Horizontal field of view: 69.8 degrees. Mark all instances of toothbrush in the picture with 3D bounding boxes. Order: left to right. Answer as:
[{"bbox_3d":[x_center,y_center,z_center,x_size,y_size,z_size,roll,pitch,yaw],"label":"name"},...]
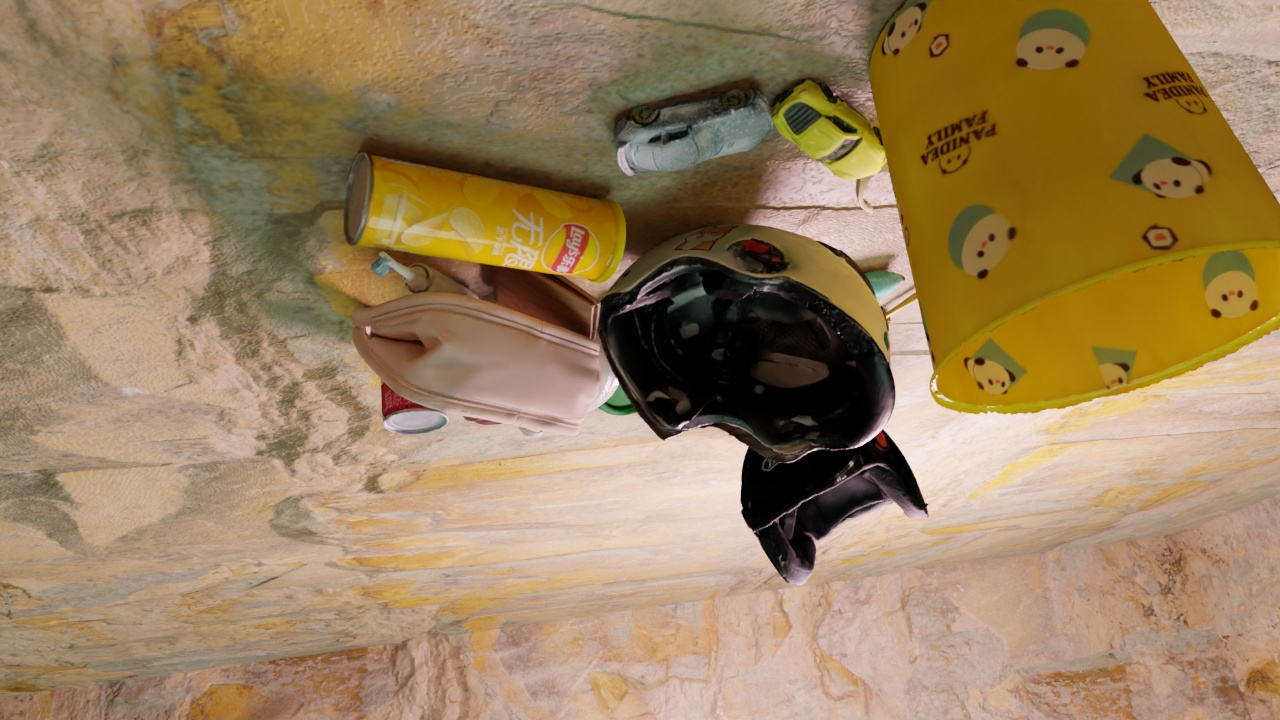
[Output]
[{"bbox_3d":[-0.179,-0.064,0.777,0.026,0.027,0.221,-51,172,0],"label":"toothbrush"},{"bbox_3d":[0.327,-0.081,1.026,0.016,0.015,0.191,2,154,-35],"label":"toothbrush"}]

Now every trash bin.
[{"bbox_3d":[0.275,-0.122,0.618,0.229,0.255,0.230,-8,156,-4],"label":"trash bin"}]

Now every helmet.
[{"bbox_3d":[0.104,-0.034,0.839,0.274,0.156,0.230,2,135,26],"label":"helmet"},{"bbox_3d":[0.251,0.168,1.291,0.234,0.230,0.274,-36,149,19],"label":"helmet"}]

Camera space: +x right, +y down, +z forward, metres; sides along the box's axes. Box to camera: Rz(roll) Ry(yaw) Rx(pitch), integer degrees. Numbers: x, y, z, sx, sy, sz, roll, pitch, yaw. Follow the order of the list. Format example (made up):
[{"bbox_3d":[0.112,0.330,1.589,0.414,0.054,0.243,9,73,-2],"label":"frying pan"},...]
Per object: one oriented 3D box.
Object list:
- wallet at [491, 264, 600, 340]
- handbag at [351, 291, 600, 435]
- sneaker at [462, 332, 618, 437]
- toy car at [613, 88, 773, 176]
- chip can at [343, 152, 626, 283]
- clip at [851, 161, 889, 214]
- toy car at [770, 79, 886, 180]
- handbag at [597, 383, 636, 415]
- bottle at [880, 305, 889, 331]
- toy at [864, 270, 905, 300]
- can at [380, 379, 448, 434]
[{"bbox_3d":[-0.088,-0.057,0.839,0.115,0.020,0.101,32,157,10],"label":"wallet"},{"bbox_3d":[-0.170,-0.008,0.833,0.234,0.093,0.193,14,177,44],"label":"handbag"},{"bbox_3d":[-0.125,0.025,0.977,0.242,0.118,0.087,-16,174,39],"label":"sneaker"},{"bbox_3d":[0.039,-0.169,0.690,0.121,0.036,0.054,-11,156,8],"label":"toy car"},{"bbox_3d":[-0.119,-0.110,0.725,0.213,0.072,0.072,6,152,-31],"label":"chip can"},{"bbox_3d":[0.188,-0.159,0.777,0.101,0.035,0.095,9,149,-26],"label":"clip"},{"bbox_3d":[0.147,-0.172,0.706,0.105,0.032,0.048,28,138,-26],"label":"toy car"},{"bbox_3d":[-0.006,0.006,1.029,0.120,0.068,0.131,-20,154,21],"label":"handbag"},{"bbox_3d":[0.181,-0.033,1.045,0.194,0.044,0.080,-1,154,-16],"label":"bottle"},{"bbox_3d":[0.236,-0.075,0.988,0.092,0.030,0.096,-8,162,1],"label":"toy"},{"bbox_3d":[-0.234,0.022,0.946,0.066,0.093,0.067,-8,156,-4],"label":"can"}]
